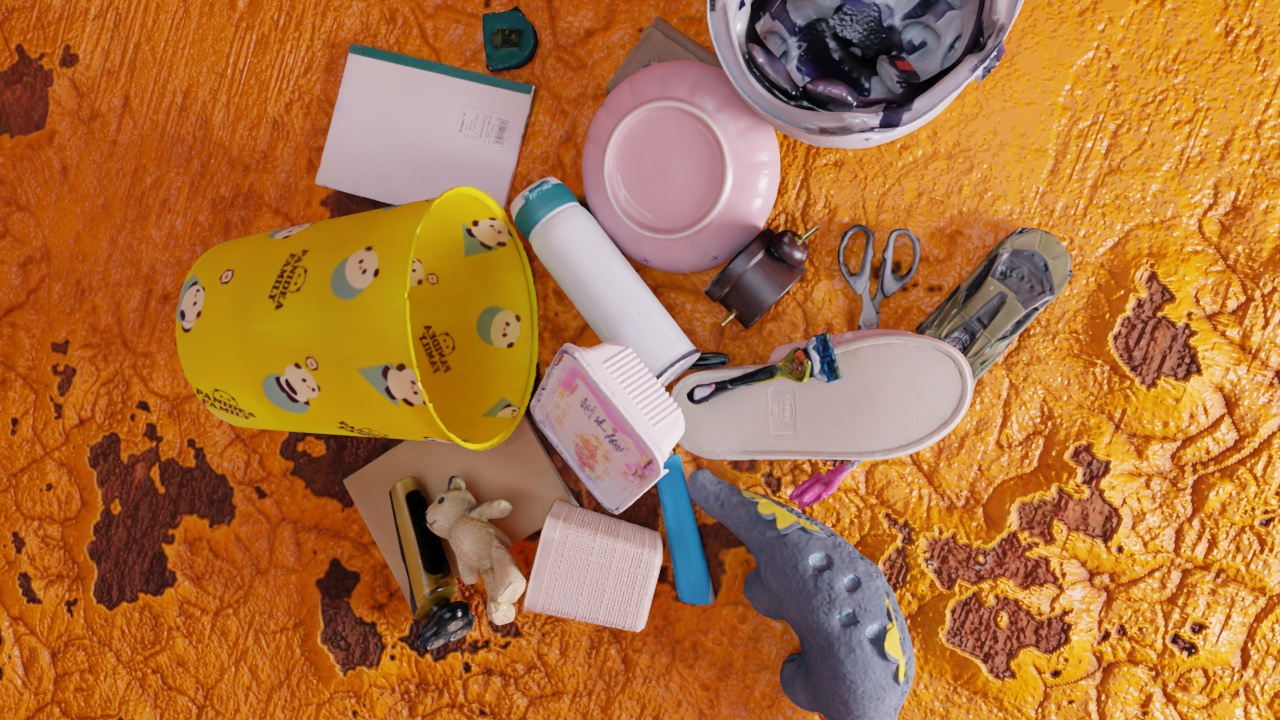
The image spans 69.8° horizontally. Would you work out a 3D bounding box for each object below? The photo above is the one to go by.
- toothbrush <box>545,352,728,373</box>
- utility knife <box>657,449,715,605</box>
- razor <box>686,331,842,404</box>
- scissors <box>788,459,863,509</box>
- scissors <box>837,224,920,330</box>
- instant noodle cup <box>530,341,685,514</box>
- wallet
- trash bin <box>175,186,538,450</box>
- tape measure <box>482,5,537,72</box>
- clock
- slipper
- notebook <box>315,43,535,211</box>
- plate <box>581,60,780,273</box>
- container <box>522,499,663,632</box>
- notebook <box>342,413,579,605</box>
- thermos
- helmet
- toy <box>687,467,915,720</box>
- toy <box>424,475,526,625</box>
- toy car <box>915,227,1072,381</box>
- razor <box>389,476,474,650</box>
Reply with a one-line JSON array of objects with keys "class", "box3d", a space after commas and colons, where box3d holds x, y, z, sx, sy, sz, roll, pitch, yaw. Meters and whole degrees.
[{"class": "toothbrush", "box3d": [-0.005, 0.005, 0.881, 0.181, 0.018, 0.015, -4, 83, 12]}, {"class": "utility knife", "box3d": [0.034, 0.134, 0.872, 0.034, 0.018, 0.202, -12, 88, 1]}, {"class": "razor", "box3d": [0.102, 0.014, 0.805, 0.143, 0.022, 0.042, -17, 80, 27]}, {"class": "scissors", "box3d": [0.192, 0.092, 0.818, 0.135, 0.064, 0.017, -33, 96, 3]}, {"class": "scissors", "box3d": [0.215, -0.036, 0.828, 0.143, 0.014, 0.173, -28, 85, 14]}, {"class": "instant noodle cup", "box3d": [-0.026, 0.053, 0.823, 0.060, 0.174, 0.138, -35, 81, -29]}, {"class": "wallet", "box3d": [0.036, -0.256, 0.856, 0.115, 0.033, 0.090, 38, 101, 13]}, {"class": "trash bin", "box3d": [-0.256, -0.031, 0.841, 0.256, 0.229, 0.229, -3, 91, 19]}, {"class": "tape measure", "box3d": [-0.129, -0.314, 0.896, 0.054, 0.025, 0.058, -5, 91, 14]}, {"class": "clock", "box3d": [0.112, -0.081, 0.816, 0.122, 0.082, 0.055, -44, 86, 12]}, {"class": "slipper", "box3d": [0.155, 0.037, 0.821, 0.275, 0.054, 0.114, -10, 86, 25]}, {"class": "notebook", "box3d": [-0.219, -0.226, 0.926, 0.209, 0.012, 0.150, 16, 95, 13]}, {"class": "plate", "box3d": [0.028, -0.173, 0.832, 0.193, 0.039, 0.192, 5, 105, 21]}, {"class": "container", "box3d": [-0.041, 0.192, 0.851, 0.111, 0.090, 0.090, 15, 95, 1]}, {"class": "notebook", "box3d": [-0.186, 0.134, 0.929, 0.212, 0.012, 0.149, -32, 83, 12]}, {"class": "thermos", "box3d": [-0.038, -0.073, 0.853, 0.073, 0.073, 0.224, -40, 80, 11]}, {"class": "helmet", "box3d": [0.186, -0.288, 0.761, 0.229, 0.146, 0.258, 41, 90, 8]}, {"class": "toy", "box3d": [0.165, 0.240, 0.809, 0.138, 0.091, 0.356, -28, 83, 25]}, {"class": "toy", "box3d": [-0.153, 0.178, 0.858, 0.157, 0.066, 0.105, 47, 128, 42]}, {"class": "toy car", "box3d": [0.304, -0.048, 0.793, 0.070, 0.042, 0.158, 41, 97, 9]}, {"class": "razor", "box3d": [-0.210, 0.197, 0.904, 0.068, 0.062, 0.167, -28, 77, 45]}]
